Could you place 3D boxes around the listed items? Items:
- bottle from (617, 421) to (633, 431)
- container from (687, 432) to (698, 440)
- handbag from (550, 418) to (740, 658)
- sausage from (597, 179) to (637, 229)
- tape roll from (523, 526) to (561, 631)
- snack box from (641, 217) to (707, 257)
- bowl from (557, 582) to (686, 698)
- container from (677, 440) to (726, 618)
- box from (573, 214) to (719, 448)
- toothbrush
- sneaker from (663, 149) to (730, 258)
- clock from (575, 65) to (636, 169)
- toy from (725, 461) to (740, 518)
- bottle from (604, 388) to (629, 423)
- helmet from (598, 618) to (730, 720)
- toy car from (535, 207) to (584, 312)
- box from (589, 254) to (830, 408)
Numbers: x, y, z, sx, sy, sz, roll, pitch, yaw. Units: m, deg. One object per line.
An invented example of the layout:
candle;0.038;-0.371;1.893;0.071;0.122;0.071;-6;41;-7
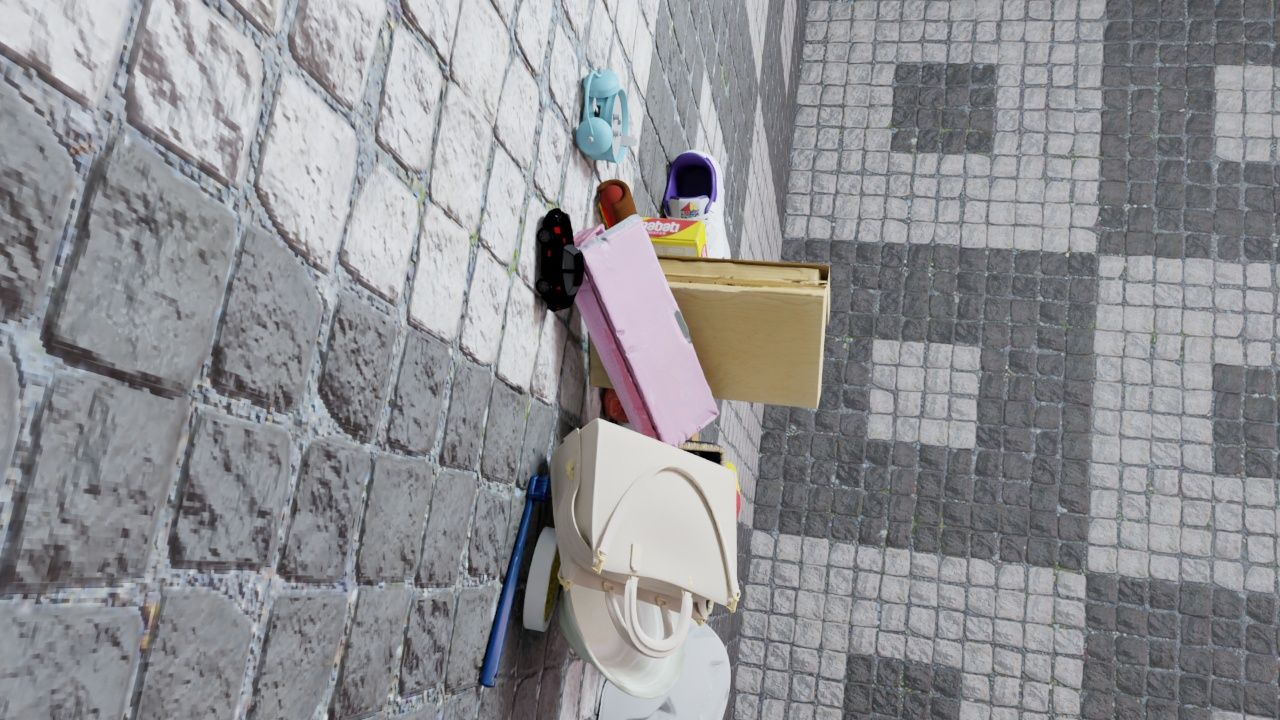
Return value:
bottle;0.001;0.102;1.139;0.108;0.060;0.060;78;22;-52
container;0.051;0.105;1.351;0.063;0.061;0.114;-61;153;-60
handbag;0.010;0.176;0.844;0.194;0.102;0.197;24;45;-31
sausage;-0.018;-0.143;1.022;0.156;0.040;0.040;69;29;-62
tape roll;-0.088;0.202;0.852;0.094;0.019;0.094;13;87;-86
snack box;0.040;-0.094;1.164;0.201;0.092;0.042;78;22;-50
bowl;-0.031;0.244;0.891;0.176;0.058;0.176;38;37;-35
container;0.008;0.177;0.994;0.071;0.145;0.187;180;-85;-74
box;0.006;-0.023;0.905;0.233;0.080;0.099;67;22;-17
toothbrush;-0.108;0.188;0.801;0.016;0.017;0.189;70;28;-58
sneaker;0.075;-0.184;1.300;0.111;0.092;0.244;13;78;-76
clock;-0.035;-0.238;0.900;0.123;0.042;0.087;46;51;-75
toy;0.044;0.177;1.129;0.148;0.098;0.216;-46;153;15
bottle;-0.006;0.006;1.096;0.072;0.048;0.134;92;9;-51
helmet;0.014;0.477;1.262;0.281;0.184;0.224;-43;137;-40
toy car;-0.069;-0.090;0.819;0.042;0.036;0.092;-35;129;-73
box;0.077;-0.051;0.999;0.178;0.249;0.142;-70;161;-47
